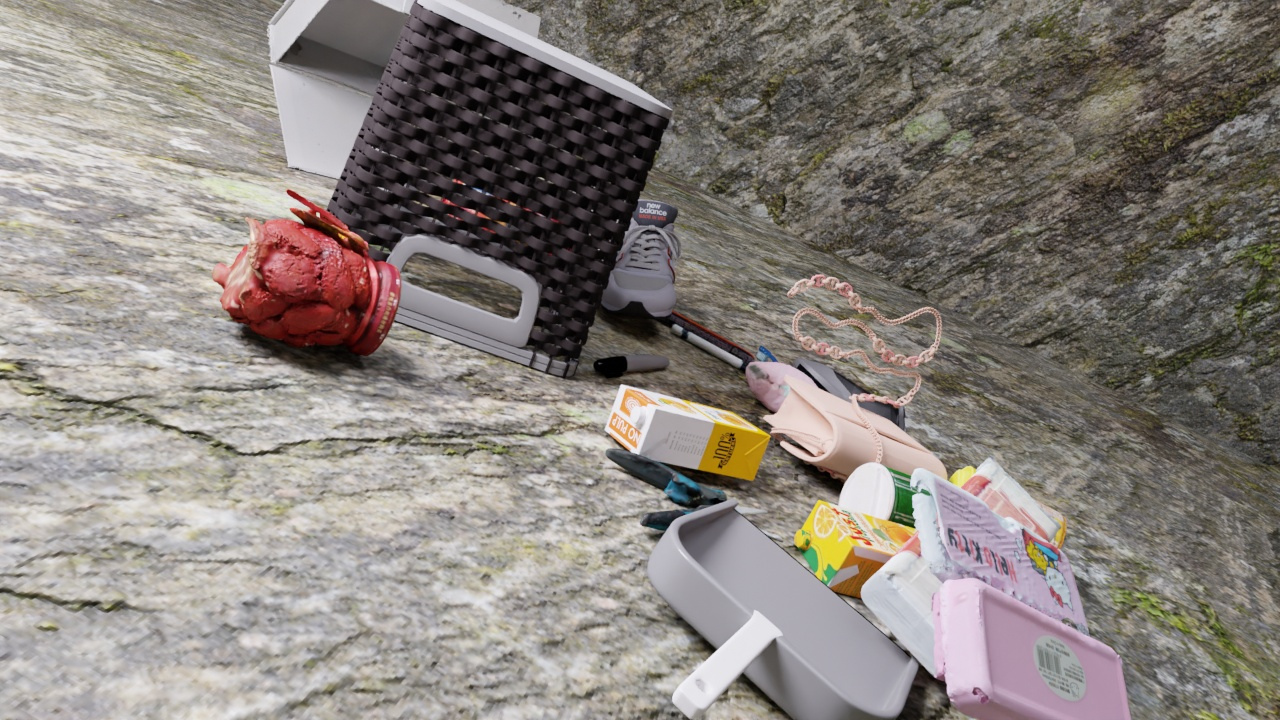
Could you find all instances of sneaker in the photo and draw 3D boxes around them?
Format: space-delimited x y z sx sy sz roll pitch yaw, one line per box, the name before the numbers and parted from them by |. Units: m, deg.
sneaker | 0.005 -0.129 1.097 0.089 0.124 0.239 7 14 2

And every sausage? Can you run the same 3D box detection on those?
sausage | 0.077 -0.030 1.117 0.155 0.020 0.020 29 17 10

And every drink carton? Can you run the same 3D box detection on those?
drink carton | 0.035 0.058 0.738 0.122 0.040 0.058 15 9 -31
drink carton | 0.179 0.149 0.689 0.122 0.041 0.058 18 18 -22

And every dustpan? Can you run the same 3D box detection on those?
dustpan | 0.072 0.150 0.517 0.163 0.033 0.257 39 20 19

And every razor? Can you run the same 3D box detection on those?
razor | 0.241 0.046 1.058 0.156 0.060 0.057 28 1 20

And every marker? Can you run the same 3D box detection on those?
marker | -0.005 0.005 0.905 0.138 0.016 0.022 -3 64 -59

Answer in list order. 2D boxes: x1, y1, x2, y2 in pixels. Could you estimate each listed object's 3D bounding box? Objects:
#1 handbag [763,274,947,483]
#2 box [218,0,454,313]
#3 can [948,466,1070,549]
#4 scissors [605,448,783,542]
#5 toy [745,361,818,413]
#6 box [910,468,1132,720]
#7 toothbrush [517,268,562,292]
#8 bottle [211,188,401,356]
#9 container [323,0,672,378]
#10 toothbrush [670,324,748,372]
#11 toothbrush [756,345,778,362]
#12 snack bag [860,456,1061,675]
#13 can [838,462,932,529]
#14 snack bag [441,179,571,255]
handbag | 0.221 0.027 0.861 0.198 0.187 0.116 21 10 -29
box | -0.380 -0.260 1.133 0.166 0.446 0.165 8 15 -45
can | 0.339 0.152 0.866 0.105 0.068 0.067 28 17 5
scissors | 0.038 0.105 0.657 0.148 0.019 0.118 27 16 -1
toy | 0.161 0.035 0.992 0.099 0.053 0.095 33 5 13
box | 0.245 0.162 0.582 0.201 0.041 0.153 28 52 -34
toothbrush | -0.141 -0.105 1.032 0.135 0.016 0.021 24 23 -7
bottle | -0.228 -0.058 0.631 0.111 0.099 0.099 19 18 -36
container | -0.137 -0.172 0.841 0.247 0.244 0.245 20 18 -19
toothbrush | 0.119 0.002 1.085 0.187 0.017 0.012 29 -14 12
toothbrush | 0.180 0.021 1.126 0.021 0.017 0.135 9 26 -34
snack bag | 0.236 0.141 0.660 0.077 0.041 0.224 48 35 17
can | 0.231 0.133 0.768 0.121 0.067 0.067 19 18 -21
snack bag | -0.155 -0.166 1.091 0.176 0.082 0.082 35 19 26
